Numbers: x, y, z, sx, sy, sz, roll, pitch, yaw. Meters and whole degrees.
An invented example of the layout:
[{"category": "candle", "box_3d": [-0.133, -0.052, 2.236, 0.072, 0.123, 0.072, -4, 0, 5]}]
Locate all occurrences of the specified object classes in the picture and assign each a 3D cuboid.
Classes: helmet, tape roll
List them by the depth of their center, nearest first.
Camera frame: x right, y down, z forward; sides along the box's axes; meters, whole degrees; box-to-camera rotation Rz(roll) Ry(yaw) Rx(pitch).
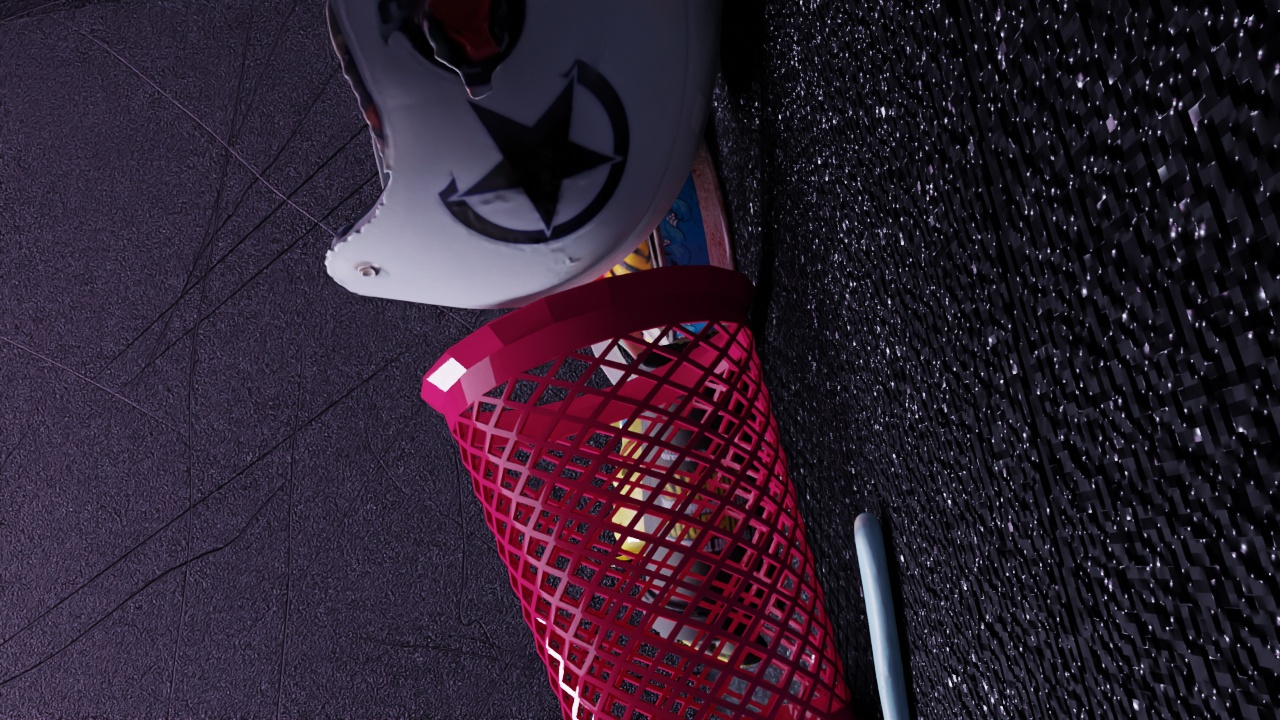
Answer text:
[{"category": "helmet", "box_3d": [-0.044, -0.150, 0.419, 0.236, 0.163, 0.264, -108, 29, -59]}, {"category": "tape roll", "box_3d": [-0.004, 0.004, 0.754, 0.094, 0.018, 0.093, 45, -162, -20]}]

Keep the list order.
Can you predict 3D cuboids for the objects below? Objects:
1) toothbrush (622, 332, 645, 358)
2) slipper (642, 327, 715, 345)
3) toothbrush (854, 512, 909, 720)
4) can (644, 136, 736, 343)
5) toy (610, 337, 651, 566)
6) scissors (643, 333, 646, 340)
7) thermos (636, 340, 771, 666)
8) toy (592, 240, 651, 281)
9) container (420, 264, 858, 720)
[{"category": "toothbrush", "box_3d": [0.030, 0.037, 0.717, 0.190, 0.016, 0.016, 56, 180, 17]}, {"category": "slipper", "box_3d": [-0.003, -0.067, 0.775, 0.114, 0.054, 0.272, 47, -179, -32]}, {"category": "toothbrush", "box_3d": [0.092, 0.140, 0.330, 0.016, 0.016, 0.181, -104, 4, -79]}, {"category": "can", "box_3d": [0.028, -0.079, 0.597, 0.130, 0.044, 0.130, 163, 96, -89]}, {"category": "toy", "box_3d": [0.022, 0.079, 0.828, 0.149, 0.084, 0.213, -60, 23, 32]}, {"category": "scissors", "box_3d": [0.012, -0.008, 1.006, 0.172, 0.013, 0.171, -117, 36, -52]}, {"category": "thermos", "box_3d": [0.040, 0.100, 0.645, 0.098, 0.098, 0.221, -105, 8, -74]}, {"category": "toy", "box_3d": [-0.015, -0.070, 0.612, 0.103, 0.046, 0.084, -113, 25, -62]}, {"category": "container", "box_3d": [0.009, 0.095, 0.462, 0.183, 0.183, 0.225, 83, 169, -74]}]
